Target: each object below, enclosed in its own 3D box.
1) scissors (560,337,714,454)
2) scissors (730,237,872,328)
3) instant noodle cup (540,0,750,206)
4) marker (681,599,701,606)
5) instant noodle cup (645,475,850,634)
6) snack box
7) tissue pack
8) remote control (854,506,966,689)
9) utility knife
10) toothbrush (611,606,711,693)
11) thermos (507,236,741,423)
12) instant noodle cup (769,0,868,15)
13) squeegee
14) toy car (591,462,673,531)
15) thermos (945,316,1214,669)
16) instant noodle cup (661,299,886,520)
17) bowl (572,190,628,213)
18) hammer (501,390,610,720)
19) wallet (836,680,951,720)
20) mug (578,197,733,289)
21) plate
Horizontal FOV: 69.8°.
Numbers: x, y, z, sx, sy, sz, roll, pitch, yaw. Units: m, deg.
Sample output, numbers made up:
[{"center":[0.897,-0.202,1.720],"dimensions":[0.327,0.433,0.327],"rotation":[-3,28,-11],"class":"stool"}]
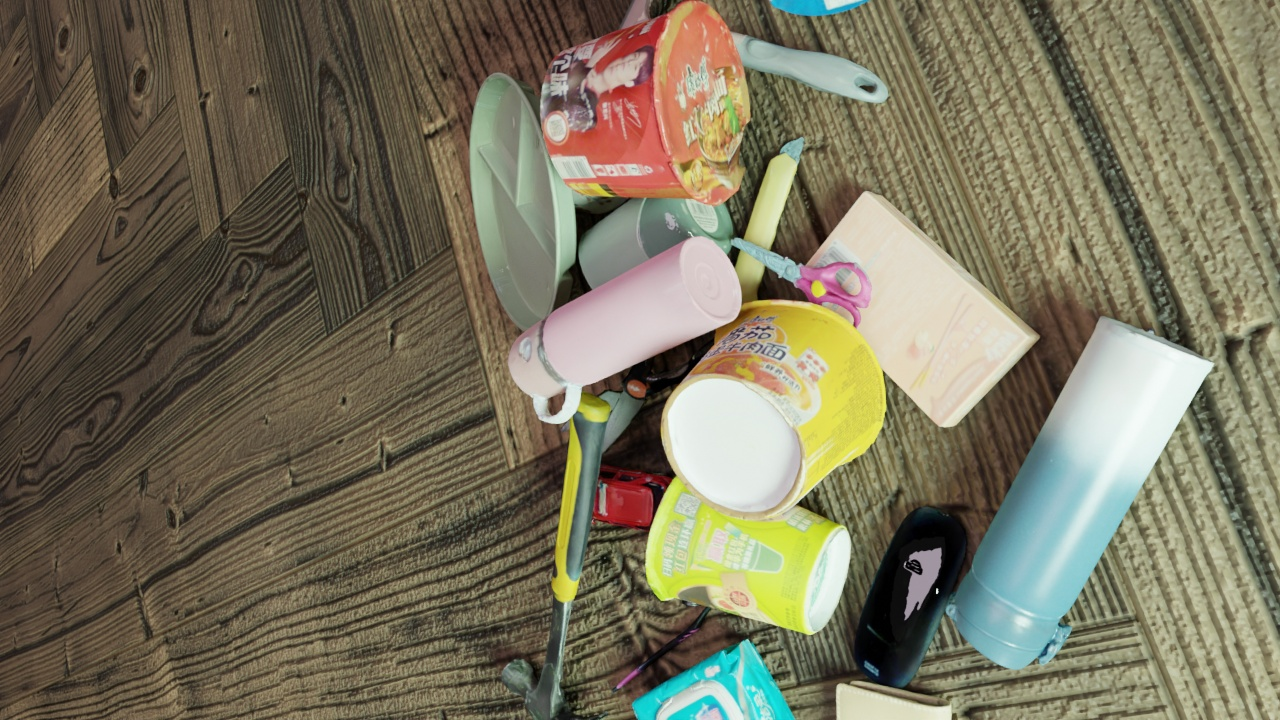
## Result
[{"center":[0.018,0.019,0.760],"dimensions":[0.190,0.021,0.230],"rotation":[16,129,11],"class":"scissors"},{"center":[0.113,-0.064,0.674],"dimensions":[0.133,0.017,0.056],"rotation":[34,127,39],"class":"scissors"},{"center":[0.001,-0.177,0.654],"dimensions":[0.109,0.137,0.138],"rotation":[1,90,31],"class":"instant noodle cup"},{"center":[0.045,0.136,0.759],"dimensions":[0.022,0.020,0.132],"rotation":[5,94,62],"class":"marker"},{"center":[0.084,0.143,0.676],"dimensions":[0.123,0.111,0.112],"rotation":[14,98,31],"class":"instant noodle cup"},{"center":[0.187,-0.038,0.639],"dimensions":[0.157,0.026,0.085],"rotation":[51,119,28],"class":"snack box"},{"center":[0.057,0.289,0.726],"dimensions":[0.134,0.050,0.093],"rotation":[-42,65,31],"class":"tissue pack"},{"center":[0.184,0.168,0.640],"dimensions":[0.053,0.024,0.136],"rotation":[26,106,36],"class":"remote control"},{"center":[0.094,-0.096,0.722],"dimensions":[0.031,0.018,0.166],"rotation":[23,105,33],"class":"utility knife"},{"center":[0.033,0.236,0.770],"dimensions":[0.018,0.014,0.190],"rotation":[51,120,17],"class":"toothbrush"},{"center":[-0.019,-0.016,0.690],"dimensions":[0.199,0.067,0.087],"rotation":[-25,62,38],"class":"thermos"},{"center":[0.129,-0.322,0.653],"dimensions":[0.099,0.099,0.109],"rotation":[-15,73,38],"class":"instant noodle cup"},{"center":[0.072,-0.239,0.707],"dimensions":[0.250,0.040,0.247],"rotation":[24,86,27],"class":"squeegee"},{"center":[-0.019,0.118,0.795],"dimensions":[0.121,0.045,0.053],"rotation":[2,89,41],"class":"toy car"},{"center":[0.260,0.084,0.556],"dimensions":[0.070,0.070,0.221],"rotation":[32,109,35],"class":"thermos"},{"center":[0.086,0.038,0.640],"dimensions":[0.138,0.109,0.138],"rotation":[16,121,29],"class":"instant noodle cup"},{"center":[-0.053,-0.191,0.815],"dimensions":[0.114,0.062,0.113],"rotation":[-2,87,38],"class":"bowl"},{"center":[-0.061,0.184,0.794],"dimensions":[0.126,0.031,0.324],"rotation":[28,116,44],"class":"hammer"},{"center":[0.176,0.287,0.645],"dimensions":[0.087,0.024,0.115],"rotation":[0,96,36],"class":"wallet"},{"center":[0.015,-0.107,0.754],"dimensions":[0.107,0.082,0.111],"rotation":[-31,39,35],"class":"mug"},{"center":[-0.107,-0.139,0.821],"dimensions":[0.231,0.027,0.230],"rotation":[168,90,-67],"class":"plate"}]
